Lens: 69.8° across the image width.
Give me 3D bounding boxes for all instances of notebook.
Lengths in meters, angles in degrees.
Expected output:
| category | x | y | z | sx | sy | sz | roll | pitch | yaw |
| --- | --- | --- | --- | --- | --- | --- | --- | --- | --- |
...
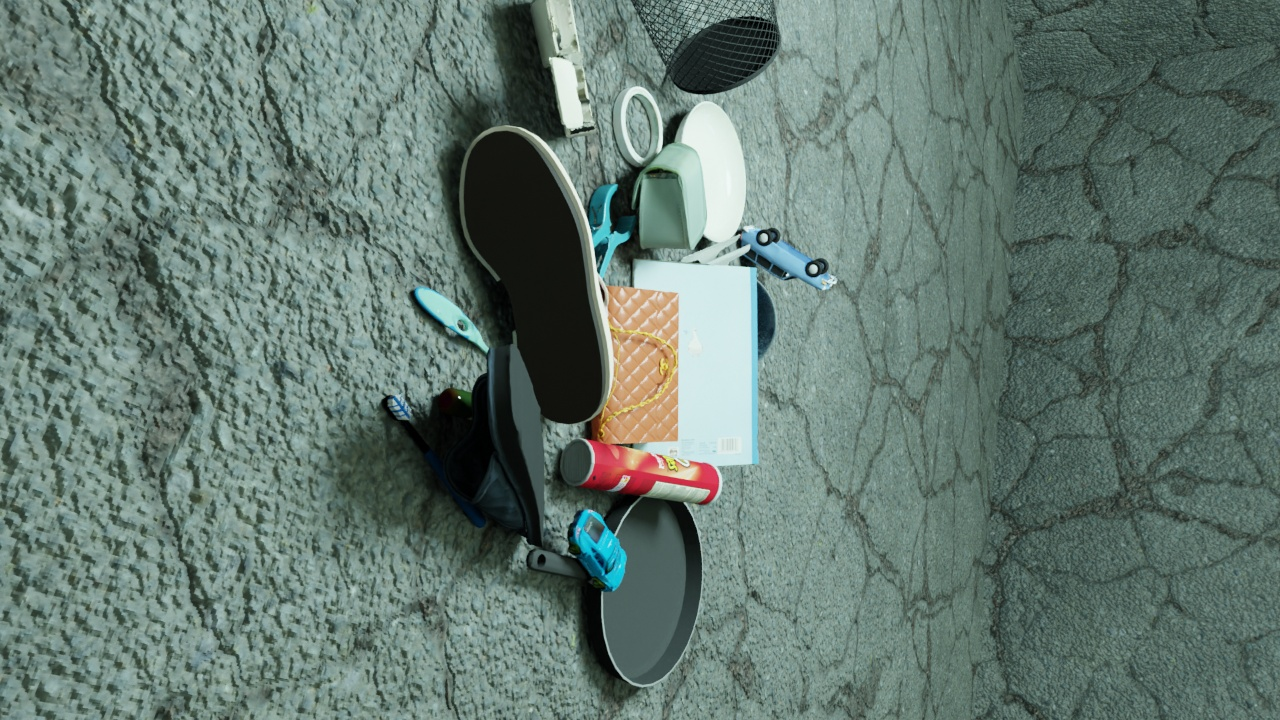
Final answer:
| category | x | y | z | sx | sy | sz | roll | pitch | yaw |
| --- | --- | --- | --- | --- | --- | --- | --- | --- | --- |
| notebook | 0.070 | 0.007 | 1.127 | 0.180 | 0.009 | 0.253 | 1 | 88 | -28 |

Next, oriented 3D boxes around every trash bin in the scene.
| category | x | y | z | sx | sy | sz | roll | pitch | yaw |
| --- | --- | --- | --- | --- | --- | --- | --- | --- | --- |
| trash bin | 0.069 | -0.440 | 1.070 | 0.210 | 0.184 | 0.183 | 59 | 43 | -47 |

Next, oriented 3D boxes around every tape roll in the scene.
| category | x | y | z | sx | sy | sz | roll | pitch | yaw |
| --- | --- | --- | --- | --- | --- | --- | --- | --- | --- |
| tape roll | -0.002 | -0.279 | 1.095 | 0.093 | 0.013 | 0.093 | 3 | 87 | -58 |

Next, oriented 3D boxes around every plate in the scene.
| category | x | y | z | sx | sy | sz | roll | pitch | yaw |
| --- | --- | --- | --- | --- | --- | --- | --- | --- | --- |
| plate | 0.085 | -0.246 | 1.211 | 0.182 | 0.034 | 0.182 | 2 | 87 | -58 |

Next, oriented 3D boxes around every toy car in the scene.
| category | x | y | z | sx | sy | sz | roll | pitch | yaw |
| --- | --- | --- | --- | --- | --- | --- | --- | --- | --- |
| toy car | -0.040 | 0.196 | 0.942 | 0.105 | 0.032 | 0.048 | 63 | 38 | -35 |
| toy car | 0.210 | -0.143 | 1.321 | 0.055 | 0.153 | 0.056 | -61 | 165 | 22 |

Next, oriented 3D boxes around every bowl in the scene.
| category | x | y | z | sx | sy | sz | roll | pitch | yaw |
| --- | --- | --- | --- | --- | --- | --- | --- | --- | --- |
| bowl | 0.104 | -0.050 | 1.196 | 0.057 | 0.137 | 0.137 | 172 | -83 | -81 |

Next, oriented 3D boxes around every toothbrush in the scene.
| category | x | y | z | sx | sy | sz | roll | pitch | yaw |
| --- | --- | --- | --- | --- | --- | --- | --- | --- | --- |
| toothbrush | -0.159 | -0.028 | 0.839 | 0.135 | 0.017 | 0.022 | 47 | 55 | -47 |
| toothbrush | -0.178 | 0.092 | 0.810 | 0.168 | 0.014 | 0.014 | 63 | 36 | -34 |

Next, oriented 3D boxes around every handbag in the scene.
| category | x | y | z | sx | sy | sz | roll | pitch | yaw |
| --- | --- | --- | --- | --- | --- | --- | --- | --- | --- |
| handbag | 0.035 | -0.191 | 1.076 | 0.121 | 0.067 | 0.106 | -61 | 150 | -61 |
| handbag | -0.006 | 0.006 | 1.033 | 0.108 | 0.060 | 0.172 | 2 | 87 | -41 |

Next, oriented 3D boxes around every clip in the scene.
| category | x | y | z | sx | sy | sz | roll | pitch | yaw |
| --- | --- | --- | --- | --- | --- | --- | --- | --- | --- |
| clip | -0.035 | -0.129 | 1.032 | 0.120 | 0.030 | 0.130 | 42 | 55 | -55 |
| clip | 0.102 | -0.121 | 1.207 | 0.101 | 0.052 | 0.060 | -25 | 131 | -27 |

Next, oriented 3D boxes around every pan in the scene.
| category | x | y | z | sx | sy | sz | roll | pitch | yaw |
| --- | --- | --- | --- | --- | --- | --- | --- | --- | --- |
| pan | -0.025 | 0.243 | 1.026 | 0.356 | 0.034 | 0.225 | 30 | 64 | -53 |

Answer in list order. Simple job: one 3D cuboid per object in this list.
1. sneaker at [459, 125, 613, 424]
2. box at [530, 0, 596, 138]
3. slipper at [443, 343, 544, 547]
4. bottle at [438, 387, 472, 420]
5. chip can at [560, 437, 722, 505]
| category | x | y | z | sx | sy | sz | roll | pitch | yaw |
| --- | --- | --- | --- | --- | --- | --- | --- | --- | --- |
| sneaker | -0.084 | -0.091 | 0.899 | 0.116 | 0.112 | 0.294 | -72 | 148 | -65 |
| box | -0.075 | -0.289 | 0.883 | 0.184 | 0.044 | 0.143 | -112 | -169 | -77 |
| slipper | -0.131 | 0.081 | 0.809 | 0.266 | 0.083 | 0.108 | 86 | 0 | -57 |
| bottle | -0.144 | 0.046 | 0.853 | 0.106 | 0.025 | 0.025 | 21 | 72 | -55 |
| chip can | 0.005 | 0.127 | 1.025 | 0.214 | 0.052 | 0.051 | 17 | 75 | -45 |
